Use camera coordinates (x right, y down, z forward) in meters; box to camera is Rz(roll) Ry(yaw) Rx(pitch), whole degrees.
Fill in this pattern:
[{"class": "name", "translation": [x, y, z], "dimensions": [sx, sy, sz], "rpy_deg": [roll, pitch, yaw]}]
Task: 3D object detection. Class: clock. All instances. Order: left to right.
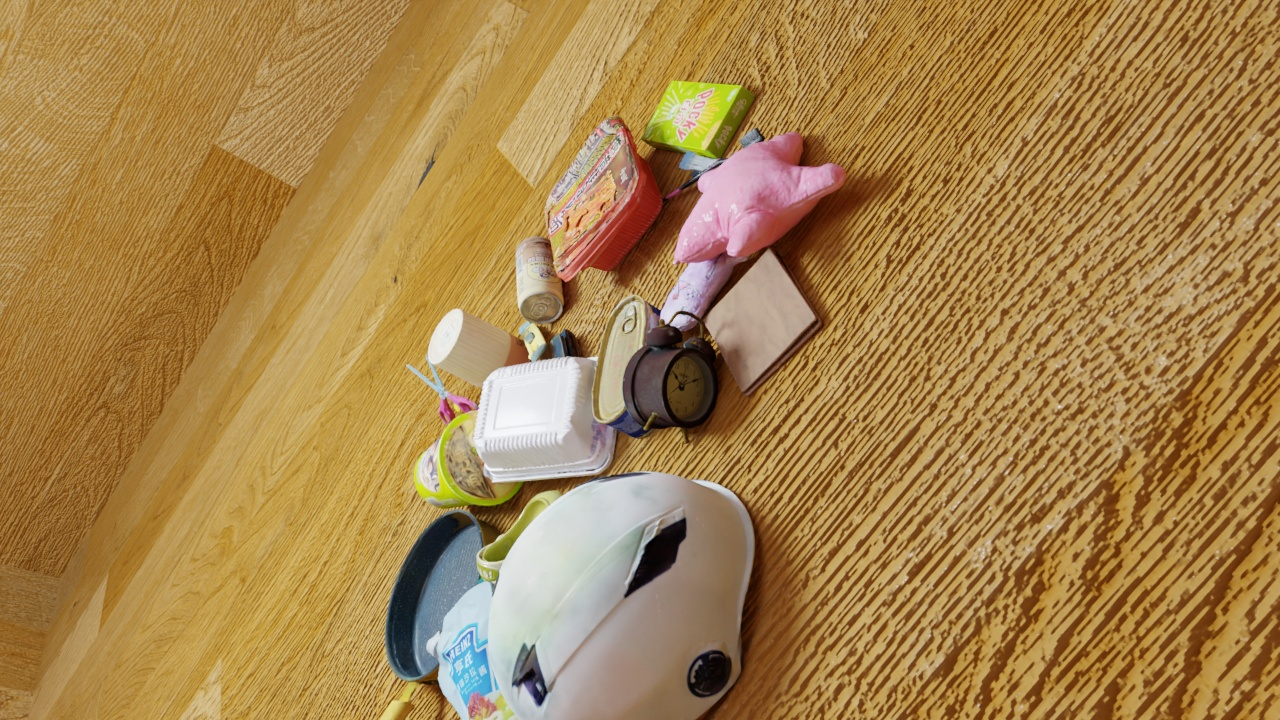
[{"class": "clock", "translation": [0.032, 0.013, 0.867], "dimensions": [0.055, 0.082, 0.122], "rpy_deg": [2, 75, 49]}]

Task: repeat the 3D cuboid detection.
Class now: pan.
[{"class": "pan", "translation": [-0.250, 0.334, 1.013], "dimensions": [0.198, 0.078, 0.356], "rpy_deg": [-22, 49, 44]}]

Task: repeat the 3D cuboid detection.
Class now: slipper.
[{"class": "slipper", "translation": [-0.137, 0.217, 0.948], "dimensions": [0.092, 0.081, 0.190], "rpy_deg": [-2, 62, 56]}]

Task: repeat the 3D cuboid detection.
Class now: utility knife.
[{"class": "utility knife", "translation": [-0.137, -0.027, 1.156], "dimensions": [0.031, 0.020, 0.188], "rpy_deg": [-46, 14, 0]}]

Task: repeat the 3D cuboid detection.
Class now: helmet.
[{"class": "helmet", "translation": [-0.036, 0.197, 0.766], "dimensions": [0.259, 0.145, 0.229], "rpy_deg": [-56, 34, 8]}]

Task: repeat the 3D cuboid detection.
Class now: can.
[{"class": "can", "translation": [-0.132, -0.106, 1.194], "dimensions": [0.059, 0.058, 0.116], "rpy_deg": [-41, 39, 28]}, {"class": "can", "translation": [-0.006, 0.006, 0.953], "dimensions": [0.075, 0.049, 0.147], "rpy_deg": [-22, 49, 43]}]

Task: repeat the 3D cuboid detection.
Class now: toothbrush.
[{"class": "toothbrush", "translation": [0.074, -0.212, 1.013], "dimensions": [0.014, 0.018, 0.190], "rpy_deg": [-28, 4, -34]}]

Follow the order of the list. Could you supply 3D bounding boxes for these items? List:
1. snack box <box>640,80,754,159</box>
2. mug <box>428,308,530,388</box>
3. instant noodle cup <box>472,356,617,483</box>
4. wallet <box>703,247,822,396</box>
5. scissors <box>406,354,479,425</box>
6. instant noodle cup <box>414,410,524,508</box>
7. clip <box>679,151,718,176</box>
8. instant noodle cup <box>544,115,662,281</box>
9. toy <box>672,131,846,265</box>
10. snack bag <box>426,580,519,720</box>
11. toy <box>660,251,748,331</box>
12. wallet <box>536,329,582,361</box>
[{"class": "snack box", "translation": [0.065, -0.289, 1.095], "dimensions": [0.086, 0.026, 0.156], "rpy_deg": [-61, 34, 2]}, {"class": "mug", "translation": [-0.217, -0.008, 1.195], "dimensions": [0.115, 0.106, 0.081], "rpy_deg": [-8, 60, 50]}, {"class": "instant noodle cup", "translation": [-0.109, 0.056, 1.000], "dimensions": [0.174, 0.060, 0.137], "rpy_deg": [-8, 62, 29]}, {"class": "wallet", "translation": [0.112, -0.037, 0.857], "dimensions": [0.101, 0.020, 0.115], "rpy_deg": [-48, 38, 22]}, {"class": "scissors", "translation": [-0.263, 0.049, 1.228], "dimensions": [0.017, 0.133, 0.131], "rpy_deg": [-48, -12, -36]}, {"class": "instant noodle cup", "translation": [-0.212, 0.128, 1.098], "dimensions": [0.124, 0.111, 0.111], "rpy_deg": [-27, 46, 52]}, {"class": "clip", "translation": [0.072, -0.220, 1.042], "dimensions": [0.058, 0.045, 0.027], "rpy_deg": [28, 85, 47]}, {"class": "instant noodle cup", "translation": [-0.042, -0.188, 1.112], "dimensions": [0.165, 0.079, 0.188], "rpy_deg": [-47, 34, 27]}, {"class": "toy", "translation": [0.099, -0.155, 0.897], "dimensions": [0.179, 0.074, 0.194], "rpy_deg": [-36, 28, 8]}, {"class": "snack bag", "translation": [-0.142, 0.315, 0.863], "dimensions": [0.111, 0.038, 0.191], "rpy_deg": [-51, 55, 30]}, {"class": "toy", "translation": [0.060, -0.073, 0.927], "dimensions": [0.108, 0.039, 0.084], "rpy_deg": [-54, 29, -2]}, {"class": "wallet", "translation": [-0.114, 0.027, 1.102], "dimensions": [0.115, 0.033, 0.090], "rpy_deg": [-46, 37, 28]}]
